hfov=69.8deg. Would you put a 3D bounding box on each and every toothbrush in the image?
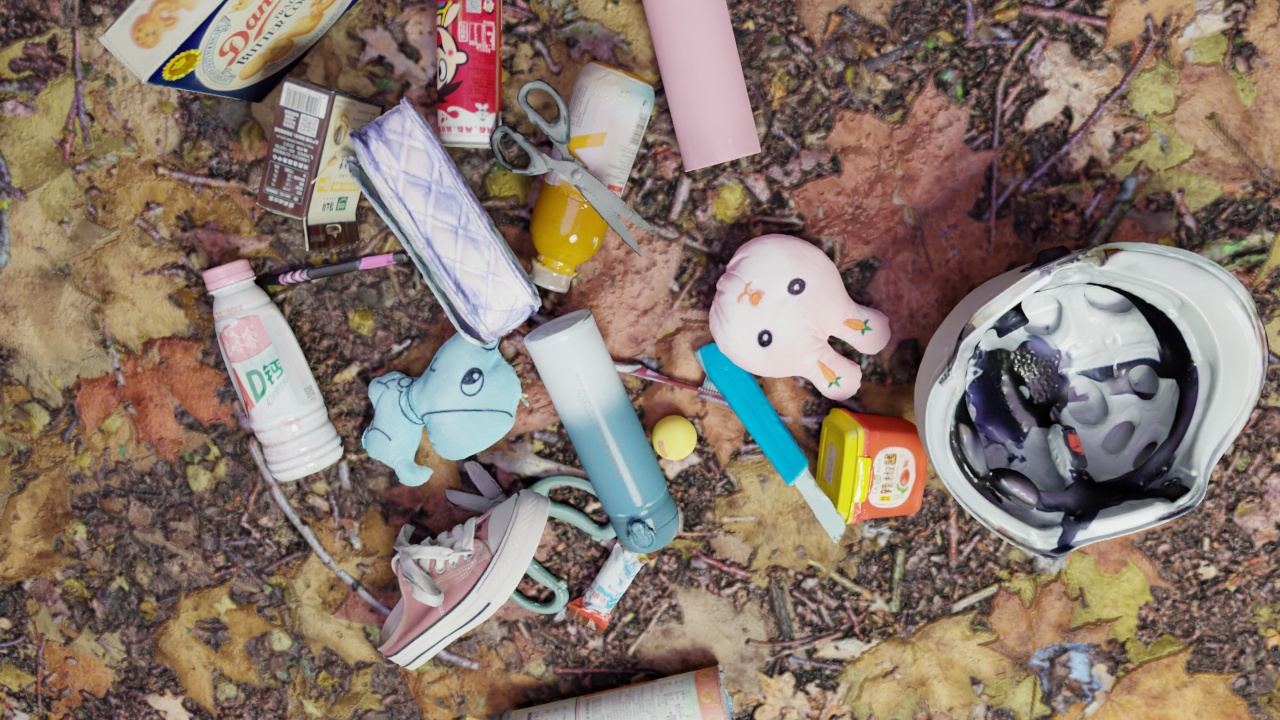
[{"bbox_3d":[-0.303,-0.077,0.830,0.189,0.017,0.014,-10,110,5],"label":"toothbrush"},{"bbox_3d":[-0.005,0.005,0.827,0.187,0.016,0.017,16,94,1],"label":"toothbrush"}]

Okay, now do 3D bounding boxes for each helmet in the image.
[{"bbox_3d":[0.338,0.021,0.740,0.258,0.146,0.229,-35,99,0],"label":"helmet"}]

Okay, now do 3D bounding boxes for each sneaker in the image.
[{"bbox_3d":[-0.177,0.189,0.822,0.088,0.118,0.242,36,117,-19],"label":"sneaker"}]

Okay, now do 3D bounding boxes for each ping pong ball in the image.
[{"bbox_3d":[0.030,0.069,0.824,0.040,0.040,0.040,1,101,4],"label":"ping pong ball"}]

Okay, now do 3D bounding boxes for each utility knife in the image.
[{"bbox_3d":[0.114,0.067,0.792,0.034,0.018,0.204,-34,74,2],"label":"utility knife"}]

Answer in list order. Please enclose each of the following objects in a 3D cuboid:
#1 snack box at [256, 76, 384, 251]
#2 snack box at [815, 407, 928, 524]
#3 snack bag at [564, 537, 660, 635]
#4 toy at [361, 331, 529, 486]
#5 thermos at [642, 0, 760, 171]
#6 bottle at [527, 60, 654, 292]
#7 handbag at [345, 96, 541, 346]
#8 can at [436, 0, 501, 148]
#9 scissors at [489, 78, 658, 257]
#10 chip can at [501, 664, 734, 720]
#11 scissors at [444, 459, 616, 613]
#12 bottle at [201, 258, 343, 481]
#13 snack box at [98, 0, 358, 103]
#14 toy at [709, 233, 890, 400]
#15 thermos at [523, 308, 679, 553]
[{"bbox_3d":[-0.261,-0.162,0.760,0.053,0.113,0.126,19,102,1],"label":"snack box"},{"bbox_3d":[0.202,0.091,0.801,0.080,0.082,0.091,1,103,-10],"label":"snack box"},{"bbox_3d":[-0.026,0.208,0.864,0.048,0.026,0.104,33,103,-16],"label":"snack bag"},{"bbox_3d":[-0.175,0.042,0.828,0.156,0.049,0.161,12,97,10],"label":"toy"},{"bbox_3d":[0.035,-0.256,0.749,0.087,0.067,0.198,-10,102,33],"label":"thermos"},{"bbox_3d":[-0.048,-0.151,0.771,0.068,0.068,0.190,21,102,0],"label":"bottle"},{"bbox_3d":[-0.160,-0.107,0.744,0.075,0.134,0.194,-33,90,-5],"label":"handbag"},{"bbox_3d":[-0.143,-0.246,0.765,0.053,0.053,0.133,3,102,3],"label":"can"},{"bbox_3d":[-0.049,-0.155,0.724,0.171,0.014,0.150,6,95,28],"label":"scissors"},{"bbox_3d":[-0.020,0.345,0.869,0.215,0.071,0.071,-15,100,6],"label":"chip can"},{"bbox_3d":[-0.093,0.147,0.861,0.176,0.019,0.175,-32,96,10],"label":"scissors"},{"bbox_3d":[-0.331,0.007,0.819,0.068,0.068,0.197,-17,102,7],"label":"bottle"},{"bbox_3d":[-0.288,-0.280,0.703,0.178,0.182,0.046,-40,97,11],"label":"snack box"},{"bbox_3d":[0.138,-0.035,0.791,0.159,0.054,0.121,28,96,-9],"label":"toy"},{"bbox_3d":[-0.029,0.065,0.803,0.070,0.070,0.220,-22,104,8],"label":"thermos"}]
